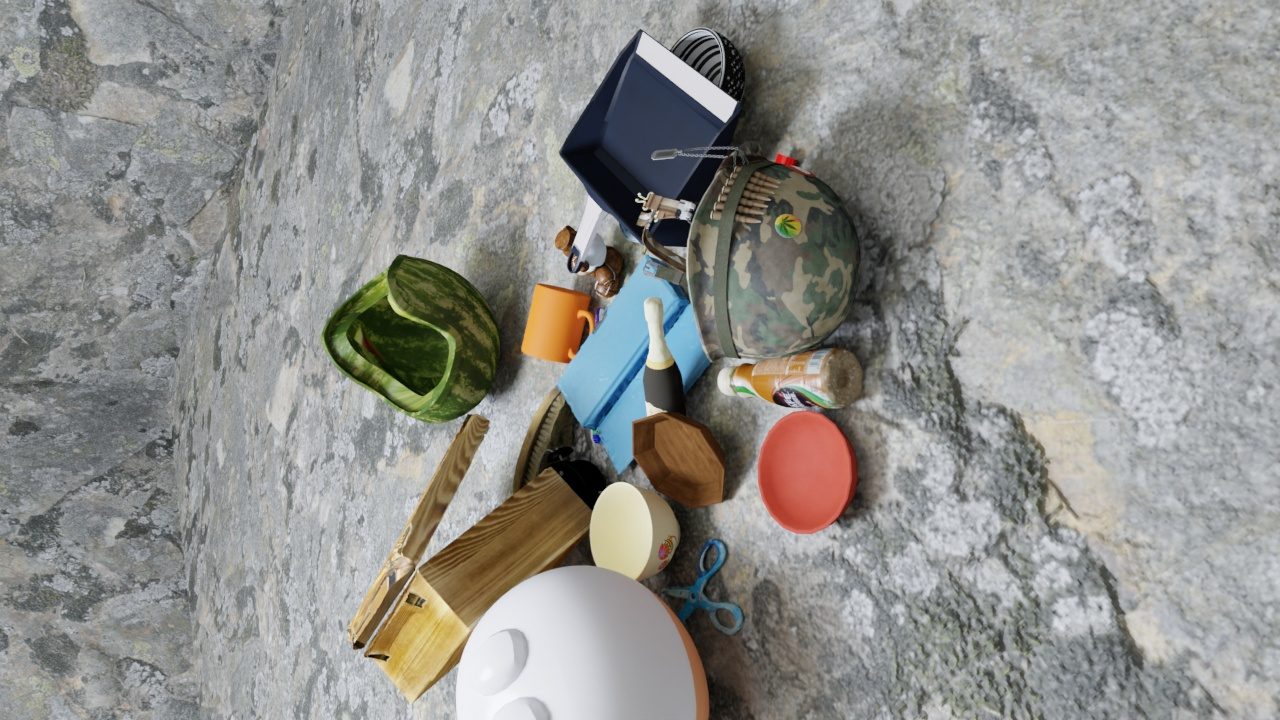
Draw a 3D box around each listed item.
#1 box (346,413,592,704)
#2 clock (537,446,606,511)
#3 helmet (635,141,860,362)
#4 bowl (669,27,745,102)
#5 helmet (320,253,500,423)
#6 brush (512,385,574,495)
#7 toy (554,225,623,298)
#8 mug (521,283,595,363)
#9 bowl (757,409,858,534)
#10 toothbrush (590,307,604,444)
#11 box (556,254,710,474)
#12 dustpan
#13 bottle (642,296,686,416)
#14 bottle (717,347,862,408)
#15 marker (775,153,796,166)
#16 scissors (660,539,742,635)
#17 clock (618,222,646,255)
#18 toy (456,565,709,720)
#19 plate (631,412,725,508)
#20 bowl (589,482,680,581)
[{"bbox_3d":[-0.253,0.256,1.167,0.220,0.257,0.280,46,136,7],"label":"box"},{"bbox_3d":[-0.095,0.166,1.215,0.121,0.042,0.091,35,119,31],"label":"clock"},{"bbox_3d":[0.097,-0.108,0.914,0.236,0.193,0.224,-3,70,15],"label":"helmet"},{"bbox_3d":[0.080,-0.321,1.079,0.120,0.066,0.120,-12,75,50],"label":"bowl"},{"bbox_3d":[-0.329,-0.031,1.413,0.214,0.247,0.242,-35,17,24],"label":"helmet"},{"bbox_3d":[-0.132,0.126,1.281,0.043,0.059,0.195,30,105,38],"label":"brush"},{"bbox_3d":[-0.067,-0.137,1.205,0.067,0.112,0.087,-40,53,27],"label":"toy"},{"bbox_3d":[-0.104,-0.047,1.264,0.113,0.077,0.096,20,100,39],"label":"mug"},{"bbox_3d":[0.172,0.112,0.915,0.122,0.035,0.122,-12,75,50],"label":"bowl"},{"bbox_3d":[-0.056,0.020,1.236,0.016,0.015,0.186,-8,77,50],"label":"toothbrush"},{"bbox_3d":[-0.007,0.007,1.155,0.232,0.033,0.174,-54,51,26],"label":"box"},{"bbox_3d":[-0.018,-0.222,1.085,0.236,0.080,0.274,52,134,41],"label":"dustpan"},{"bbox_3d":[0.024,0.011,1.043,0.045,0.045,0.185,38,144,48],"label":"bottle"},{"bbox_3d":[0.147,0.020,0.944,0.167,0.059,0.059,-3,81,51],"label":"bottle"},{"bbox_3d":[0.137,-0.155,1.016,0.023,0.021,0.145,32,110,41],"label":"marker"},{"bbox_3d":[0.067,0.257,1.045,0.138,0.012,0.127,-7,79,53],"label":"scissors"},{"bbox_3d":[0.023,-0.198,1.143,0.130,0.052,0.090,-50,48,35],"label":"clock"},{"bbox_3d":[-0.056,0.359,0.974,0.266,0.280,0.262,-38,54,17],"label":"toy"},{"bbox_3d":[0.047,0.108,1.039,0.131,0.025,0.131,23,133,27],"label":"plate"},{"bbox_3d":[0.005,0.204,1.081,0.118,0.074,0.118,-12,75,50],"label":"bowl"}]
